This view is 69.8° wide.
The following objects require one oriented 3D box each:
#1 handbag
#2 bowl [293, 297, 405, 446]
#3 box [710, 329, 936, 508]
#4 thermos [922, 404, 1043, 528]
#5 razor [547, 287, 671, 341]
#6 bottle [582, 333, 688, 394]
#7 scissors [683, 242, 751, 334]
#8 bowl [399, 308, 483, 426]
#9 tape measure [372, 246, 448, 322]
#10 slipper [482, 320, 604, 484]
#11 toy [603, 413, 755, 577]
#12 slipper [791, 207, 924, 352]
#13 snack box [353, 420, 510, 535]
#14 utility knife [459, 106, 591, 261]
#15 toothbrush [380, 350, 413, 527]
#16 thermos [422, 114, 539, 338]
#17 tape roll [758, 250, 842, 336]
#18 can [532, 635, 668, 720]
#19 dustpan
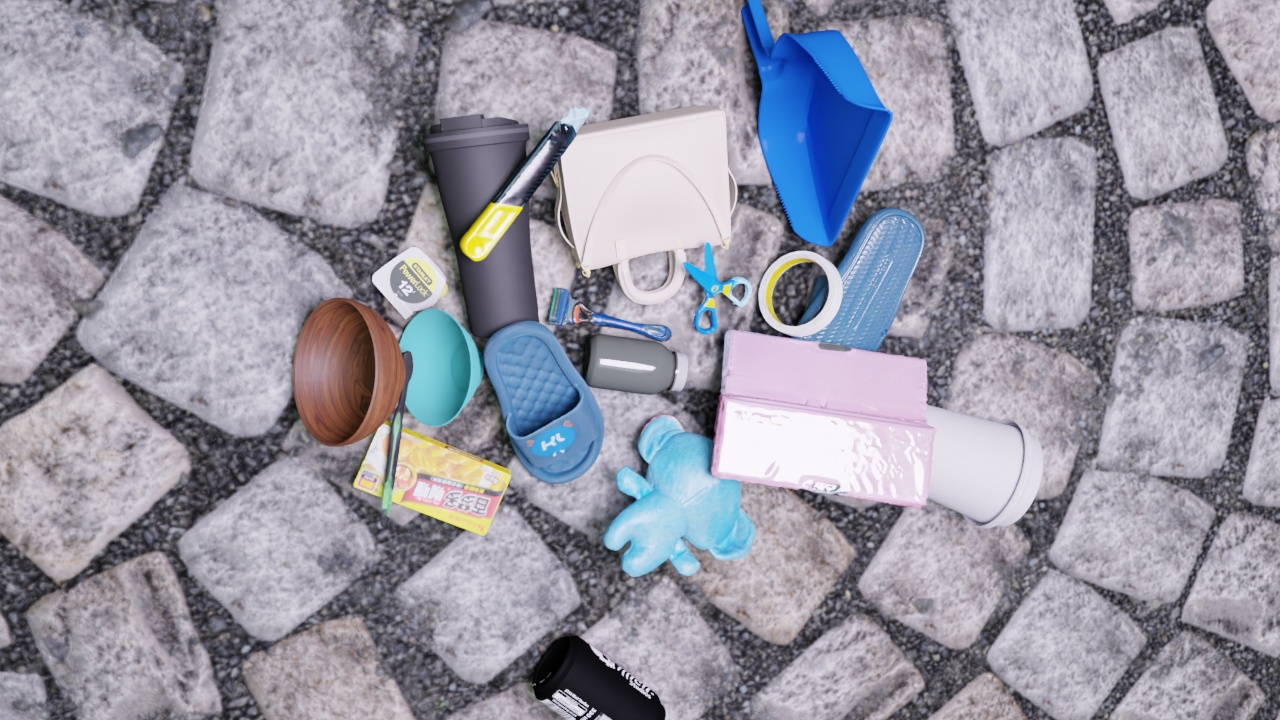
[{"bbox_3d":[0.008,-0.156,0.976,0.194,0.101,0.198,-12,112,-9],"label":"handbag"},{"bbox_3d":[-0.282,0.013,0.930,0.068,0.147,0.147,3,99,-51],"label":"bowl"},{"bbox_3d":[0.197,0.057,0.981,0.233,0.051,0.180,7,73,-1],"label":"box"},{"bbox_3d":[0.331,0.103,1.057,0.222,0.131,0.131,19,93,-5],"label":"thermos"},{"bbox_3d":[-0.032,-0.042,1.013,0.141,0.018,0.043,14,77,-15],"label":"razor"},{"bbox_3d":[-0.006,0.006,1.003,0.108,0.060,0.060,8,96,-12],"label":"bottle"},{"bbox_3d":[0.087,-0.086,1.000,0.097,0.020,0.133,-32,139,-18],"label":"scissors"},{"bbox_3d":[-0.199,0.007,0.960,0.046,0.121,0.121,-1,100,-51],"label":"bowl"},{"bbox_3d":[-0.241,-0.081,0.967,0.065,0.017,0.064,-40,103,-4],"label":"tape measure"},{"bbox_3d":[-0.097,0.051,0.965,0.103,0.059,0.214,-21,126,-5],"label":"slipper"},{"bbox_3d":[0.033,0.164,1.010,0.180,0.115,0.183,-37,95,-26],"label":"toy"},{"bbox_3d":[0.246,-0.074,1.044,0.103,0.059,0.214,25,105,-19],"label":"slipper"},{"bbox_3d":[-0.224,0.128,0.995,0.152,0.025,0.075,24,92,-13],"label":"snack box"},{"bbox_3d":[-0.109,-0.174,0.883,0.029,0.020,0.186,39,89,-30],"label":"utility knife"},{"bbox_3d":[-0.258,0.082,0.963,0.014,0.017,0.188,6,95,-39],"label":"toothbrush"},{"bbox_3d":[-0.154,-0.137,0.939,0.105,0.106,0.219,-9,104,-10],"label":"thermos"},{"bbox_3d":[0.177,-0.074,1.016,0.019,0.094,0.094,16,95,-53],"label":"tape roll"},{"bbox_3d":[-0.045,0.381,1.036,0.146,0.080,0.080,40,89,-13],"label":"can"},{"bbox_3d":[0.163,-0.283,0.949,0.059,0.246,0.257,-10,69,-6],"label":"dustpan"}]
